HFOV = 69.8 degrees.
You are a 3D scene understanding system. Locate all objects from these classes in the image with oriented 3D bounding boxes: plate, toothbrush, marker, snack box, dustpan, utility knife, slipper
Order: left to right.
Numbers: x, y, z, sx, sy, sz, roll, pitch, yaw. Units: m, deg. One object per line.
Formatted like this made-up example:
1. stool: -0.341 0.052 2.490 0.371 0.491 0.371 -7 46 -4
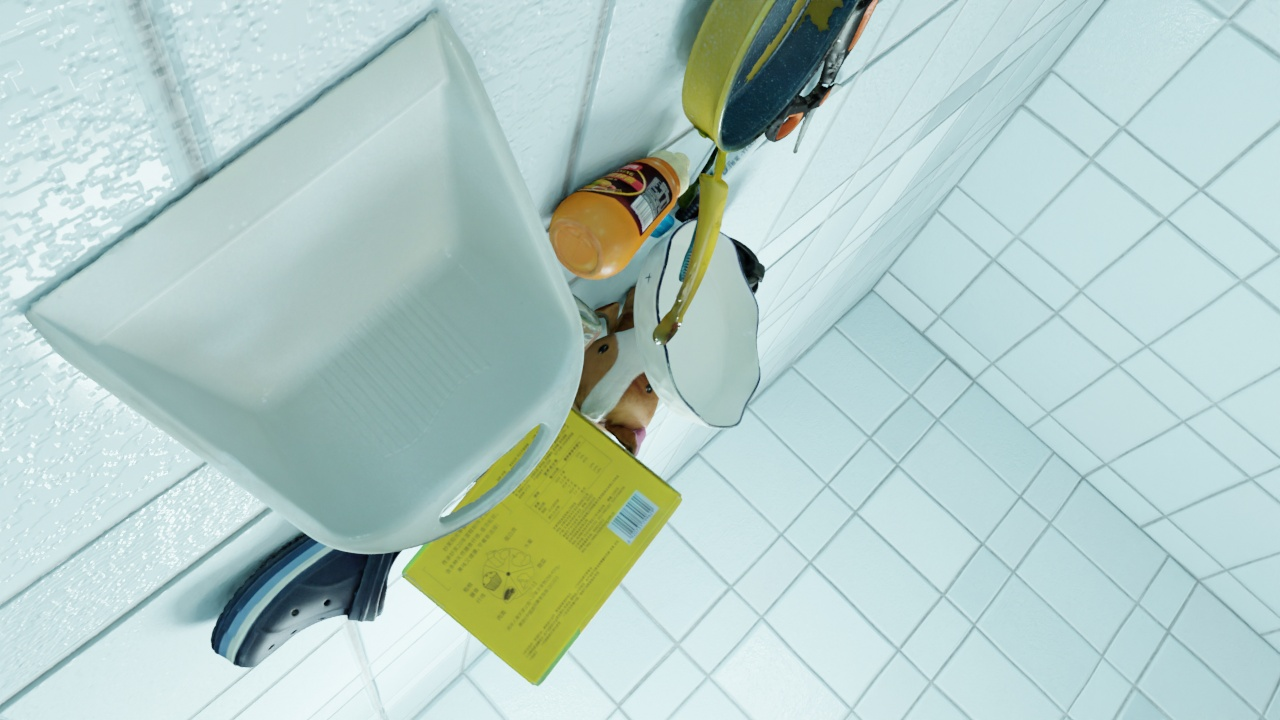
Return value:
1. slipper: -0.257 0.190 0.820 0.252 0.095 0.105 -40 166 -41
2. dustpan: -0.126 -0.001 0.496 0.222 0.142 0.258 -43 170 -15
3. snack box: -0.086 0.160 0.832 0.209 0.157 0.070 -51 173 -13
4. utility knife: 0.016 -0.129 0.860 0.034 0.018 0.223 -46 170 10
5. plate: 0.057 -0.033 0.900 0.046 0.205 0.204 -8 -169 32
6. toothbrush: 0.068 -0.156 0.796 0.016 0.018 0.192 -15 128 -58
7. marker: 0.083 -0.184 0.896 0.131 0.022 0.018 -46 -166 10
8. toothbrush: 0.085 -0.210 0.834 0.186 0.012 0.017 -54 172 36

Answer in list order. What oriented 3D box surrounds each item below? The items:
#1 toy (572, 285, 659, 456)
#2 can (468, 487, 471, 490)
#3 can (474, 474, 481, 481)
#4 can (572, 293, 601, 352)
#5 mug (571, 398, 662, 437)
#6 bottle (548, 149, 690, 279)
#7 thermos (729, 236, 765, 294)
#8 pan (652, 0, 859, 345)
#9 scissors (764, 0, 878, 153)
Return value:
1. toy: -0.006 0.005 0.934 0.199 0.140 0.131 -43 168 -49
2. can: -0.119 0.139 1.031 0.148 0.049 0.075 -23 166 -23
3. can: -0.163 0.086 0.870 0.058 0.058 0.146 -48 168 11
4. can: -0.100 0.007 0.815 0.147 0.058 0.057 -48 168 13
5. mug: -0.031 0.047 1.081 0.123 0.083 0.104 7 141 -27
6. bottle: -0.006 -0.122 0.707 0.149 0.067 0.067 -46 171 -38
7. thermos: 0.069 -0.078 1.061 0.092 0.093 0.144 -33 170 -48
8. pan: 0.077 -0.171 0.684 0.358 0.078 0.197 -57 167 24
9. scissors: 0.173 -0.269 0.901 0.231 0.022 0.222 -46 168 -39
